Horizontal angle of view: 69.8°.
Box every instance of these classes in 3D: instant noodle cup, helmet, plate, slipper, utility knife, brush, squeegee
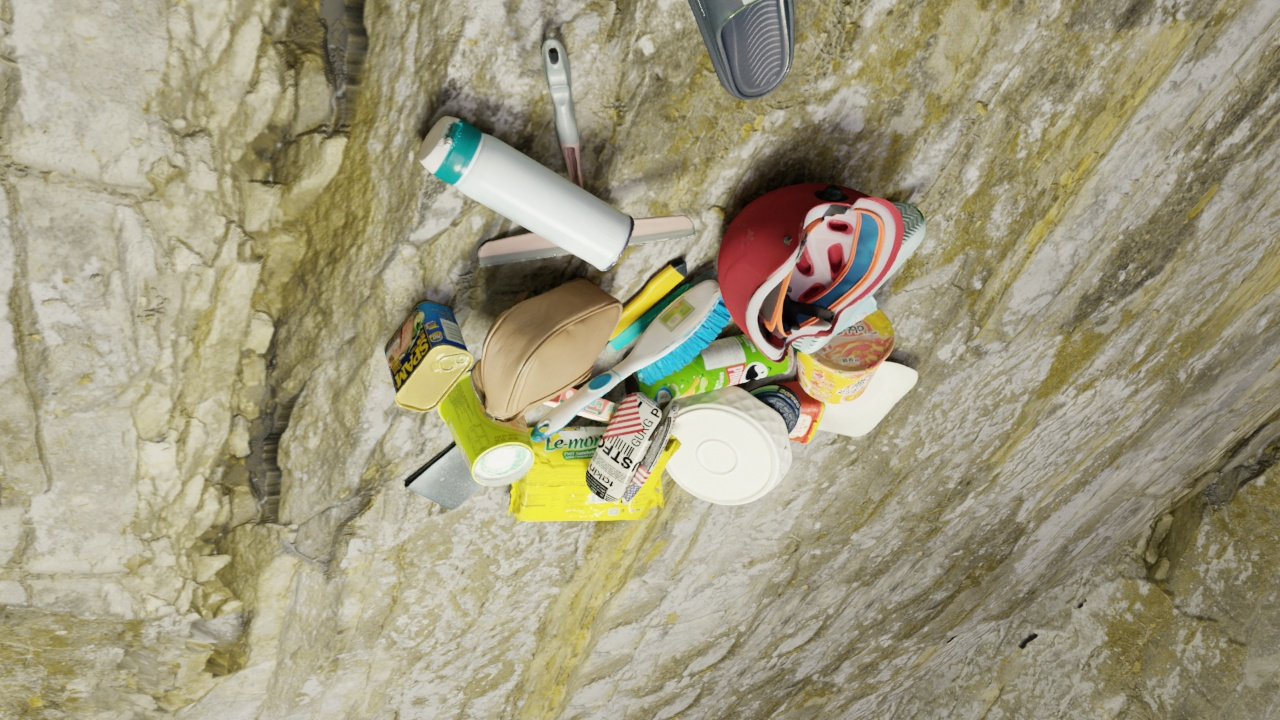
[{"bbox_3d":[-0.188,0.091,1.164,0.111,0.123,0.112,-16,138,-15],"label":"instant noodle cup"},{"bbox_3d":[0.194,-0.133,1.138,0.239,0.144,0.207,-30,141,-22],"label":"helmet"},{"bbox_3d":[0.362,0.055,1.510,0.164,0.034,0.164,13,125,-38],"label":"plate"},{"bbox_3d":[0.118,0.132,1.347,0.205,0.045,0.205,10,123,16],"label":"plate"},{"bbox_3d":[0.147,0.106,1.403,0.105,0.095,0.254,43,130,-4],"label":"slipper"},{"bbox_3d":[0.108,-0.356,0.896,0.110,0.083,0.268,-30,142,-1],"label":"slipper"},{"bbox_3d":[-0.016,-0.062,1.185,0.202,0.015,0.033,-40,140,13],"label":"utility knife"},{"bbox_3d":[-0.007,0.007,1.163,0.314,0.060,0.109,-43,156,-7],"label":"brush"},{"bbox_3d":[0.289,-0.110,1.247,0.246,0.104,0.074,-46,140,11],"label":"slipper"},{"bbox_3d":[0.287,-0.009,1.331,0.138,0.138,0.110,-18,147,-12],"label":"instant noodle cup"},{"bbox_3d":[0.024,-0.064,1.208,0.183,0.013,0.029,-36,143,11],"label":"utility knife"},{"bbox_3d":[-0.074,-0.224,0.965,0.248,0.040,0.250,-7,133,1],"label":"squeegee"}]

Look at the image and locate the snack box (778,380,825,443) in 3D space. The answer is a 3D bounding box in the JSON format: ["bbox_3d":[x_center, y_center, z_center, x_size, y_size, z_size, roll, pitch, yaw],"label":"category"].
[{"bbox_3d":[0.234,0.080,1.431,0.080,0.082,0.091,0,133,-16],"label":"snack box"}]

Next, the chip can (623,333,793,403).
[{"bbox_3d":[0.093,0.008,1.279,0.235,0.072,0.072,-13,138,-17],"label":"chip can"}]

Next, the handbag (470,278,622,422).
[{"bbox_3d":[-0.113,-0.018,1.081,0.203,0.100,0.148,-29,149,-54],"label":"handbag"}]

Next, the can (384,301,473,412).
[{"bbox_3d":[-0.248,-0.005,1.061,0.057,0.083,0.102,20,120,-43],"label":"can"}]

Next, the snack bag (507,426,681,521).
[{"bbox_3d":[-0.074,0.169,1.324,0.246,0.068,0.158,0,133,-14],"label":"snack bag"}]

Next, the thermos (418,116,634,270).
[{"bbox_3d":[-0.117,-0.171,0.940,0.224,0.073,0.073,27,117,-26],"label":"thermos"}]

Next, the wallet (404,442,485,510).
[{"bbox_3d":[-0.254,0.156,1.281,0.121,0.019,0.097,-39,139,9],"label":"wallet"}]

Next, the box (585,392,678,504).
[{"bbox_3d":[-0.006,0.117,1.237,0.086,0.075,0.162,-6,126,-60],"label":"box"}]

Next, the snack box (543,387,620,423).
[{"bbox_3d":[-0.073,0.061,1.237,0.155,0.077,0.027,22,80,-43],"label":"snack box"}]
